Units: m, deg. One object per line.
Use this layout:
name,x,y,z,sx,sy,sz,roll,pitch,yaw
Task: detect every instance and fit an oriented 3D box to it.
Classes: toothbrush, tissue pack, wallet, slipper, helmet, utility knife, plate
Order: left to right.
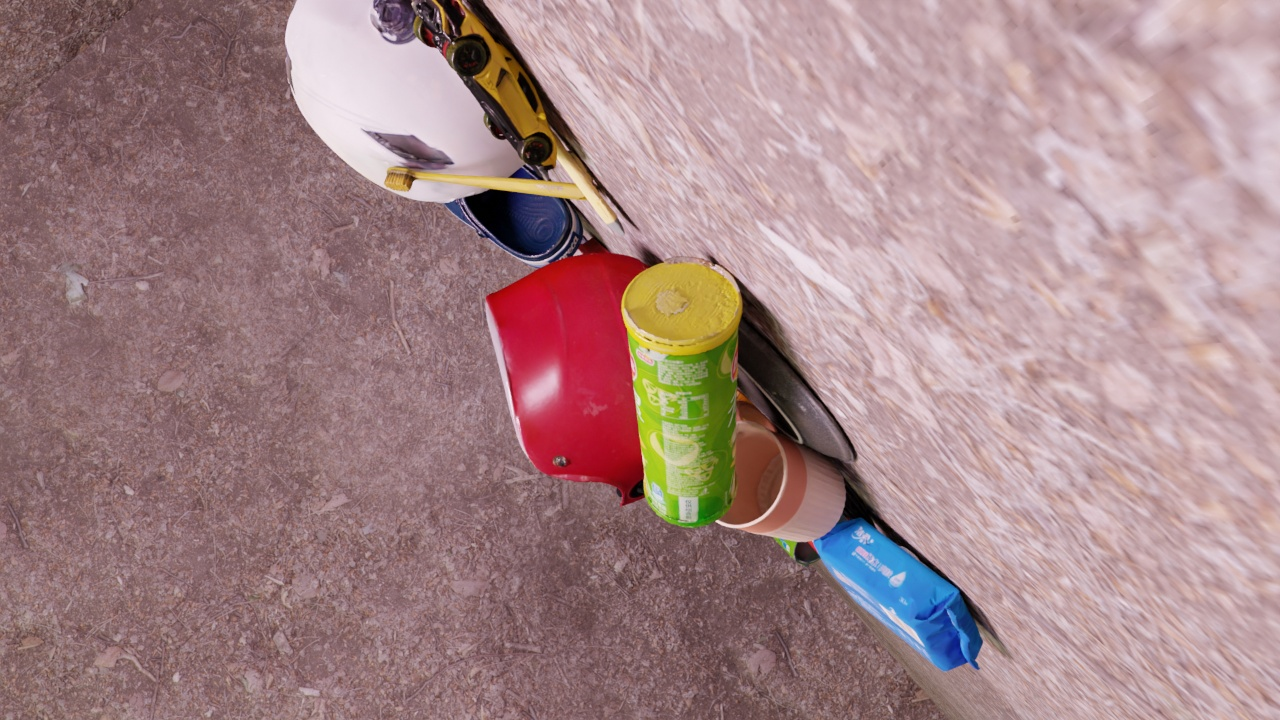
helmet,-0.224,-0.237,0.838,0.258,0.146,0.229,48,178,12
toothbrush,-0.126,-0.144,0.760,0.190,0.016,0.016,8,160,15
slipper,-0.166,-0.190,1.010,0.253,0.105,0.095,45,-176,28
utility knife,-0.064,-0.162,0.701,0.167,0.018,0.031,48,174,-19
helmet,-0.005,0.005,0.778,0.240,0.144,0.206,28,-145,-48
plate,0.089,0.015,0.688,0.179,0.024,0.179,49,177,2
wallet,0.165,0.106,0.855,0.096,0.020,0.122,49,180,-23
tissue pack,0.216,0.191,0.773,0.157,0.052,0.095,35,166,50

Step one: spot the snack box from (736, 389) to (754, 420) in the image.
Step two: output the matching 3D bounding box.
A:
snack box,0.081,0.064,0.971,0.026,0.075,0.154,49,178,-28

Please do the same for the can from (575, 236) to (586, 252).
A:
can,-0.096,-0.142,1.150,0.134,0.053,0.053,48,178,5

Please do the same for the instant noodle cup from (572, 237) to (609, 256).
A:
instant noodle cup,-0.061,-0.056,1.052,0.116,0.124,0.116,46,177,45

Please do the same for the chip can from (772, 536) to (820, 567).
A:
chip can,0.191,0.207,1.351,0.072,0.072,0.236,50,176,-36

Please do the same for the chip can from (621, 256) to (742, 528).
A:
chip can,0.031,0.033,0.619,0.072,0.072,0.222,47,157,34

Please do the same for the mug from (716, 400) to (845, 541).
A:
mug,0.103,0.088,0.748,0.105,0.082,0.114,24,-140,-47

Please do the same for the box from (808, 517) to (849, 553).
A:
box,0.219,0.202,1.056,0.201,0.059,0.161,48,-179,28

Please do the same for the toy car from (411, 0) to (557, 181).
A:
toy car,-0.100,-0.188,0.628,0.071,0.041,0.156,47,175,41

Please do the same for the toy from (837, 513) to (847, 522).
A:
toy,0.143,0.130,0.871,0.161,0.050,0.156,44,-173,20
